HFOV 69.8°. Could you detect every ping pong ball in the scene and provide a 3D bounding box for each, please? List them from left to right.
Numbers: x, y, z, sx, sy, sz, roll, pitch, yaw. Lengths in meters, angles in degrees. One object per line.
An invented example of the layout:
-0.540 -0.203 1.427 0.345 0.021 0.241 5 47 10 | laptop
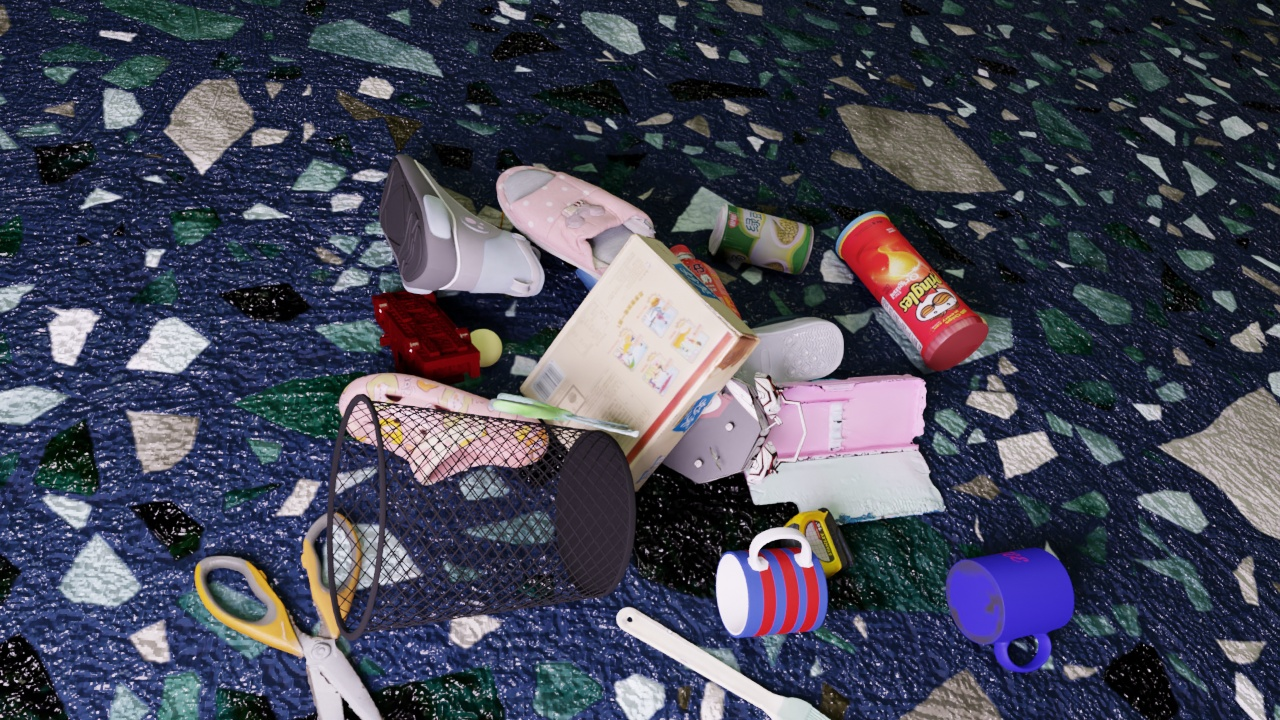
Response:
-0.166 -0.013 0.964 0.040 0.040 0.040 9 46 -10 | ping pong ball

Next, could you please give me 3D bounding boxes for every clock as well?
0.085 0.065 0.900 0.155 0.114 0.065 3 -2 20 | clock

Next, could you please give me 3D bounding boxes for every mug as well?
0.120 0.192 0.816 0.076 0.112 0.075 0 33 -18 | mug
0.356 0.241 0.879 0.083 0.079 0.111 -4 78 -21 | mug

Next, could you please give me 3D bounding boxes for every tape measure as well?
0.167 0.181 0.892 0.064 0.037 0.065 -14 67 -34 | tape measure

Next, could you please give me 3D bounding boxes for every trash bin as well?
-0.129 0.125 0.748 0.209 0.185 0.184 5 46 -29 | trash bin

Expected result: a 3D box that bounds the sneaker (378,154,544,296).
-0.201 -0.148 1.037 0.160 0.093 0.256 10 26 -28 | sneaker

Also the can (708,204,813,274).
0.154 -0.155 1.180 0.121 0.067 0.067 13 46 -6 | can

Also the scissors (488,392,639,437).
-0.068 0.046 0.792 0.173 0.021 0.171 6 -8 39 | scissors

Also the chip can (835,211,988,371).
0.341 -0.092 1.169 0.087 0.087 0.213 -11 52 -26 | chip can

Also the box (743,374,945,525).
0.209 0.097 0.982 0.230 0.062 0.160 -3 78 -21 | box

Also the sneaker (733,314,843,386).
0.109 -0.001 1.009 0.235 0.089 0.087 -15 18 -13 | sneaker

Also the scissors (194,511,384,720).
-0.273 0.221 0.730 0.175 0.016 0.225 -5 51 -21 | scissors

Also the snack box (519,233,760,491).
-0.005 0.005 0.886 0.153 0.208 0.055 48 22 25 | snack box

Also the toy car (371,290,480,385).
-0.219 -0.017 0.931 0.070 0.062 0.170 -12 31 -28 | toy car

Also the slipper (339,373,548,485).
-0.184 0.073 0.848 0.197 0.093 0.081 13 54 -8 | slipper

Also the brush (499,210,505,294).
-0.169 -0.131 1.088 0.048 0.017 0.126 9 46 -10 | brush

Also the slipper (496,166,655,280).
-0.043 -0.140 1.021 0.274 0.055 0.113 36 51 9 | slipper

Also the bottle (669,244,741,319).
0.068 -0.082 1.089 0.061 0.062 0.137 -7 50 -23 | bottle

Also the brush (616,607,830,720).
0.075 0.274 0.796 0.218 0.012 0.033 28 46 11 | brush

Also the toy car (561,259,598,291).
-0.038 -0.102 1.074 0.054 0.056 0.153 -9 55 -48 | toy car
